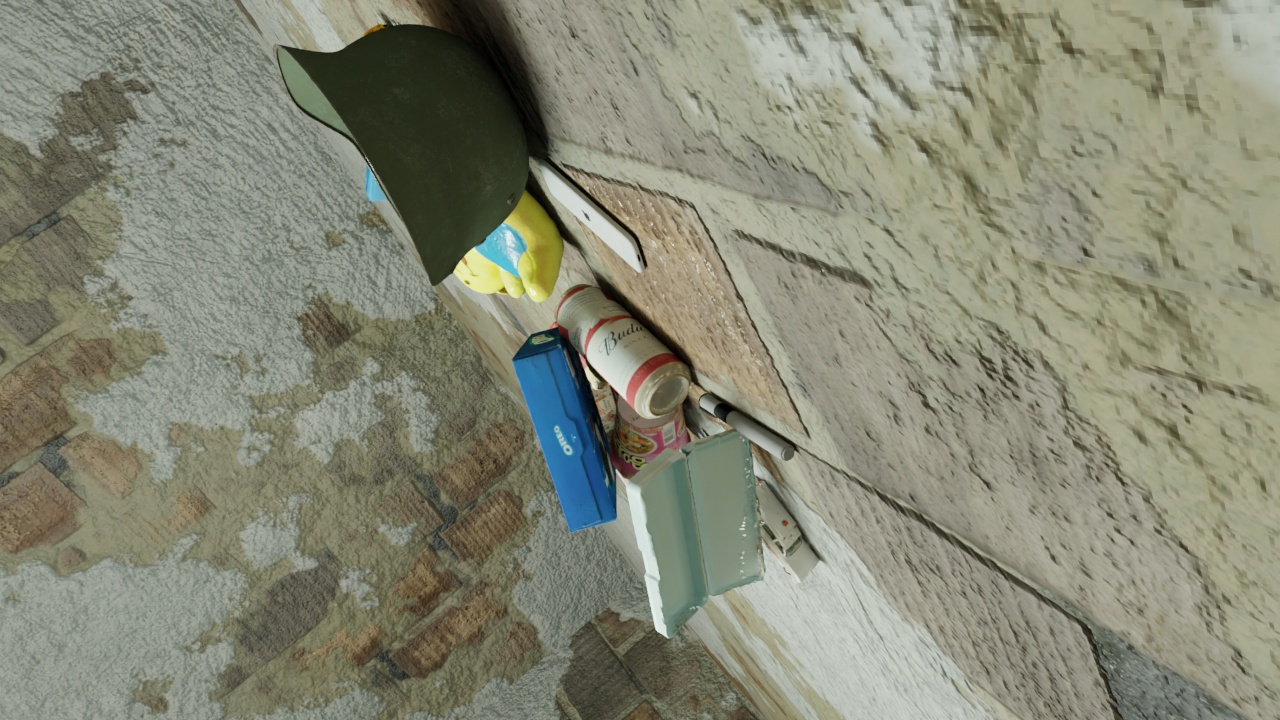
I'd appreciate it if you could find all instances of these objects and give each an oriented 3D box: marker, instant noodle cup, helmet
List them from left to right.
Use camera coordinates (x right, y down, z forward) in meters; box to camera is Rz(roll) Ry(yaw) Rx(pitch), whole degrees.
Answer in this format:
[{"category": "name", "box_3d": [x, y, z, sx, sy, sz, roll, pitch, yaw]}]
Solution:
[{"category": "helmet", "box_3d": [-0.185, -0.192, 0.813, 0.227, 0.153, 0.268, 51, 163, 14]}, {"category": "instant noodle cup", "box_3d": [0.011, 0.072, 1.025, 0.097, 0.097, 0.109, 47, 159, 26]}, {"category": "marker", "box_3d": [0.094, 0.059, 0.829, 0.016, 0.016, 0.140, 59, 167, -29]}]

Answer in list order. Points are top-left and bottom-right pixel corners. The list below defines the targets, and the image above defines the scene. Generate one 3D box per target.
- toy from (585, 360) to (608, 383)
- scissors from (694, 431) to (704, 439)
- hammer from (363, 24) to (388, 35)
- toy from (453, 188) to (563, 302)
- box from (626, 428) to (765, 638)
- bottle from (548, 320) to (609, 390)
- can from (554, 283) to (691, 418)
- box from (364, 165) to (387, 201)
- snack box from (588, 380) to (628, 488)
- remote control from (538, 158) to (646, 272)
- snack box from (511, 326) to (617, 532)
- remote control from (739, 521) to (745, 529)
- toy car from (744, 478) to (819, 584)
[{"category": "toy", "box_3d": [-0.057, -0.012, 1.158, 0.093, 0.036, 0.094, 64, 165, -14]}, {"category": "scissors", "box_3d": [0.112, 0.143, 1.005, 0.153, 0.019, 0.128, 39, 160, 54]}, {"category": "hammer", "box_3d": [-0.224, -0.252, 1.098, 0.123, 0.036, 0.321, 29, 156, 54]}, {"category": "toy", "box_3d": [-0.164, -0.136, 1.014, 0.214, 0.083, 0.149, -1, 121, 59]}, {"category": "box", "box_3d": [0.055, 0.165, 0.884, 0.049, 0.136, 0.197, 38, 146, 50]}, {"category": "bottle", "box_3d": [-0.077, -0.010, 1.221, 0.109, 0.044, 0.044, 47, 168, 21]}, {"category": "can", "box_3d": [-0.021, -0.012, 0.934, 0.170, 0.067, 0.067, 44, 166, 37]}, {"category": "box", "box_3d": [-0.280, -0.256, 1.070, 0.232, 0.094, 0.102, -178, 78, -73]}, {"category": "snack box", "box_3d": [-0.023, 0.112, 1.274, 0.143, 0.040, 0.148, 61, -175, -36]}, {"category": "remote control", "box_3d": [-0.044, -0.130, 0.817, 0.146, 0.008, 0.045, 45, 167, 33]}, {"category": "snack box", "box_3d": [-0.080, 0.066, 1.049, 0.238, 0.056, 0.195, -106, -1, -82]}, {"category": "remote control", "box_3d": [0.122, 0.200, 1.144, 0.033, 0.012, 0.131, 51, 169, 6]}, {"category": "toy car", "box_3d": [0.142, 0.172, 0.938, 0.113, 0.039, 0.039, 52, 147, 0]}]
